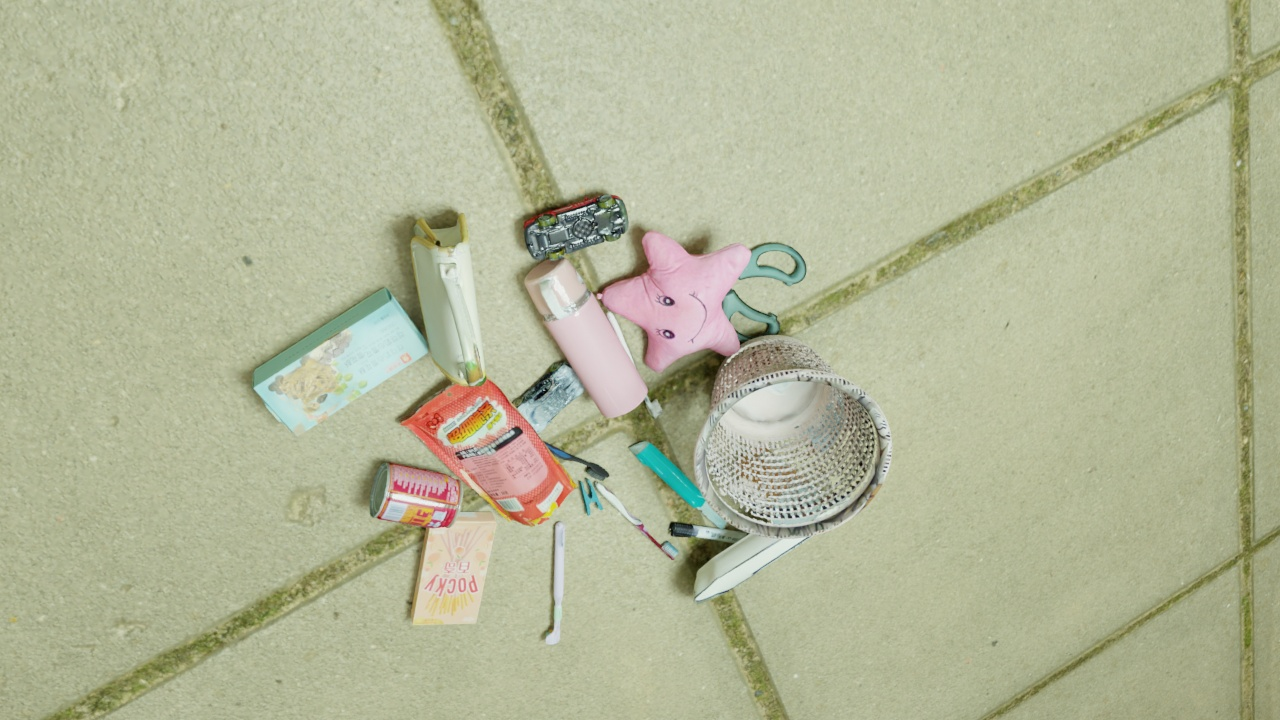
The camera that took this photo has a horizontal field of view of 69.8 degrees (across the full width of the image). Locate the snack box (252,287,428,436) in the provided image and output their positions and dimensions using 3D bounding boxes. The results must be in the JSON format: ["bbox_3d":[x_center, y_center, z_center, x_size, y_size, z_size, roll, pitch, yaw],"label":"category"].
[{"bbox_3d":[-0.323,0.001,0.992,0.175,0.051,0.074,-33,120,-5],"label":"snack box"}]

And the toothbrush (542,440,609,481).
[{"bbox_3d":[-0.115,0.112,1.153,0.189,0.014,0.016,29,125,-29],"label":"toothbrush"}]

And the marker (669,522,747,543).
[{"bbox_3d":[0.099,0.247,1.299,0.130,0.018,0.022,14,99,-26],"label":"marker"}]

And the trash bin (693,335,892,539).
[{"bbox_3d":[0.173,0.072,1.127,0.227,0.191,0.228,0,117,-1],"label":"trash bin"}]

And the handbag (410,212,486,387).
[{"bbox_3d":[-0.194,-0.053,0.948,0.063,0.178,0.163,-10,118,-12],"label":"handbag"}]

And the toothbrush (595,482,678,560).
[{"bbox_3d":[-0.003,0.218,1.246,0.017,0.016,0.187,-46,122,-7],"label":"toothbrush"}]

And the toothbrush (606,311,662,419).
[{"bbox_3d":[-0.007,0.007,1.135,0.016,0.016,0.180,-36,129,-14],"label":"toothbrush"}]

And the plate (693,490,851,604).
[{"bbox_3d":[0.180,0.258,1.293,0.265,0.034,0.162,-32,159,-4],"label":"plate"}]

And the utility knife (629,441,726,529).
[{"bbox_3d":[0.056,0.171,1.249,0.029,0.013,0.209,-44,119,-1],"label":"utility knife"}]

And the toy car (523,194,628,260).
[{"bbox_3d":[-0.073,-0.152,1.028,0.120,0.045,0.053,-17,121,-9],"label":"toy car"}]

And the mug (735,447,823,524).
[{"bbox_3d":[0.180,0.169,1.235,0.078,0.122,0.078,-9,117,-19],"label":"mug"}]

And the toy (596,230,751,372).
[{"bbox_3d":[0.036,-0.063,1.097,0.178,0.074,0.195,5,126,-1],"label":"toy"}]

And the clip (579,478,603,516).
[{"bbox_3d":[-0.066,0.178,1.202,0.048,0.014,0.057,-22,121,-9],"label":"clip"}]

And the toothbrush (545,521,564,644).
[{"bbox_3d":[-0.113,0.300,1.237,0.029,0.021,0.189,-27,128,-54],"label":"toothbrush"}]

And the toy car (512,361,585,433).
[{"bbox_3d":[-0.112,0.048,1.113,0.105,0.031,0.049,-43,121,2],"label":"toy car"}]

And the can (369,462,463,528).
[{"bbox_3d":[-0.264,0.161,1.082,0.093,0.066,0.066,16,106,-28],"label":"can"}]

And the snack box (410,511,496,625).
[{"bbox_3d":[-0.238,0.264,1.164,0.084,0.026,0.157,5,111,-24],"label":"snack box"}]

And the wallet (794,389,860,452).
[{"bbox_3d":[0.247,0.068,1.279,0.121,0.019,0.097,35,98,-29],"label":"wallet"}]

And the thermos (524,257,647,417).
[{"bbox_3d":[-0.063,-0.023,1.064,0.067,0.087,0.199,-25,118,8],"label":"thermos"}]

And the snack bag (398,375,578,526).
[{"bbox_3d":[-0.174,0.109,1.097,0.129,0.073,0.208,-28,120,17],"label":"snack bag"}]

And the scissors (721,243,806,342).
[{"bbox_3d":[0.127,-0.078,1.161,0.177,0.019,0.169,-5,116,-22],"label":"scissors"}]
